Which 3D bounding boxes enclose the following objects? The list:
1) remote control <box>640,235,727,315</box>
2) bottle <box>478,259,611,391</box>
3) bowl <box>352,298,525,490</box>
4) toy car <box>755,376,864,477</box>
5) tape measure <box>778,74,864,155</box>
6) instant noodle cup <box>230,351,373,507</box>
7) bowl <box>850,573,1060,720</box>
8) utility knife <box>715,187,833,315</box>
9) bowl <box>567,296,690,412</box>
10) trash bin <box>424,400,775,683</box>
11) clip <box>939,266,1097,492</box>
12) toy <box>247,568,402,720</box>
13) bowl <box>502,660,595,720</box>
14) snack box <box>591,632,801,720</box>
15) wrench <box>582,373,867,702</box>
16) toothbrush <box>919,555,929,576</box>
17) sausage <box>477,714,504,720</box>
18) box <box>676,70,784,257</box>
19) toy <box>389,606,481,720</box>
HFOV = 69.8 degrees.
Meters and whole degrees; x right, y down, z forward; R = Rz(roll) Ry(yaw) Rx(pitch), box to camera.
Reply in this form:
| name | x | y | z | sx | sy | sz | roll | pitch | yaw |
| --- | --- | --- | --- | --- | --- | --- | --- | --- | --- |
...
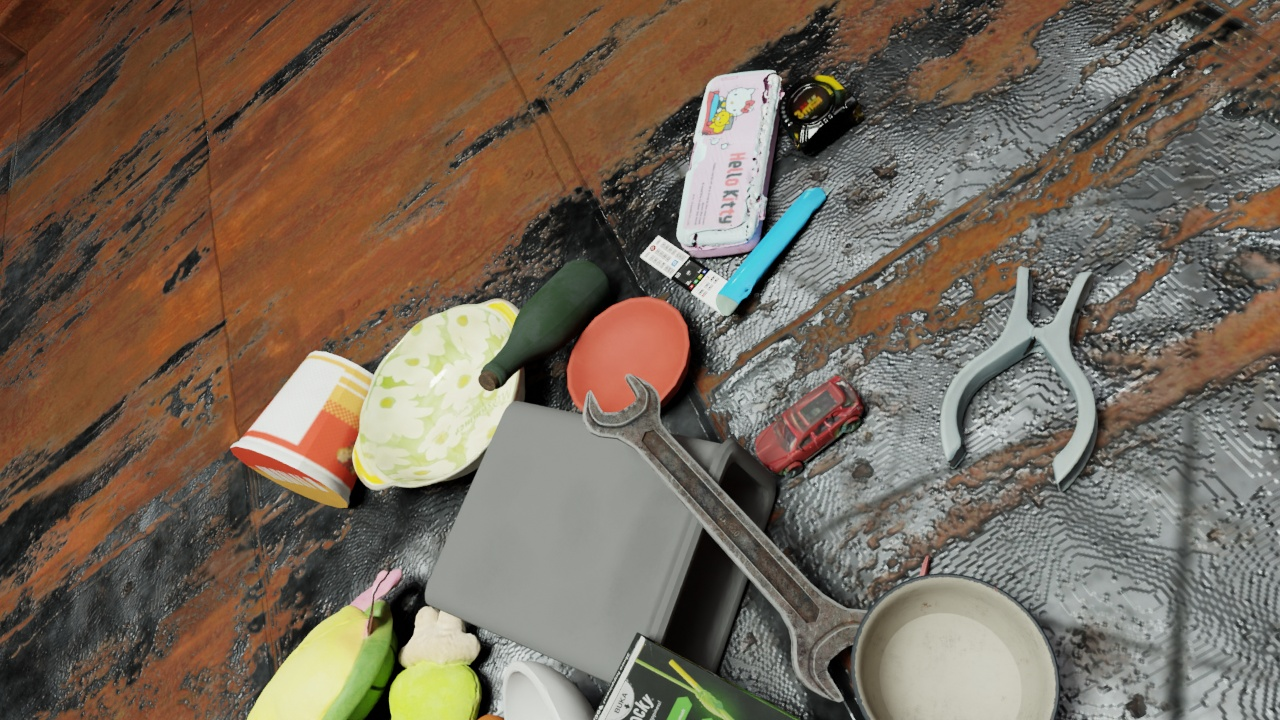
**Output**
| name | x | y | z | sx | sy | sz | roll | pitch | yaw |
| --- | --- | --- | --- | --- | --- | --- | --- | --- | --- |
| remote control | 0.047 | -0.078 | 0.845 | 0.028 | 0.012 | 0.124 | -49 | 50 | -1 |
| bottle | -0.089 | -0.028 | 0.822 | 0.055 | 0.055 | 0.173 | 0 | 33 | 32 |
| bowl | -0.179 | 0.041 | 0.887 | 0.219 | 0.060 | 0.188 | -48 | 50 | 0 |
| toy car | 0.129 | 0.051 | 0.707 | 0.091 | 0.036 | 0.042 | -41 | 50 | 12 |
| tape measure | 0.161 | -0.227 | 0.845 | 0.067 | 0.038 | 0.062 | -39 | 58 | 11 |
| instant noodle cup | -0.325 | 0.067 | 0.933 | 0.124 | 0.123 | 0.120 | 6 | 59 | 34 |
| bowl | 0.189 | 0.194 | 0.560 | 0.116 | 0.059 | 0.115 | -7 | 63 | 13 |
| utility knife | 0.116 | -0.099 | 0.805 | 0.031 | 0.015 | 0.158 | 30 | 75 | 43 |
| bowl | -0.005 | 0.005 | 0.815 | 0.122 | 0.035 | 0.121 | -15 | 57 | 24 |
| trash bin | -0.033 | 0.143 | 0.715 | 0.220 | 0.097 | 0.191 | 9 | 69 | 37 |
| clip | 0.249 | 0.007 | 0.659 | 0.143 | 0.029 | 0.171 | 0 | 63 | 30 |
| toy | -0.272 | 0.286 | 0.783 | 0.238 | 0.087 | 0.190 | -60 | 22 | -10 |
| bowl | -0.051 | 0.280 | 0.645 | 0.043 | 0.150 | 0.149 | -11 | 44 | -27 |
| snack box | 0.044 | 0.246 | 0.585 | 0.080 | 0.147 | 0.025 | -61 | 9 | -12 |
| wrench | 0.064 | 0.116 | 0.619 | 0.070 | 0.010 | 0.273 | -41 | 85 | -16 |
| toothbrush | 0.169 | 0.216 | 0.599 | 0.016 | 0.015 | 0.184 | 8 | 67 | 32 |
| sausage | -0.132 | 0.353 | 0.691 | 0.045 | 0.039 | 0.164 | -9 | 57 | 50 |
| box | 0.087 | -0.189 | 0.860 | 0.086 | 0.044 | 0.201 | -2 | 61 | 29 |
| toy | -0.169 | 0.261 | 0.761 | 0.092 | 0.046 | 0.115 | -15 | 62 | 27 |
